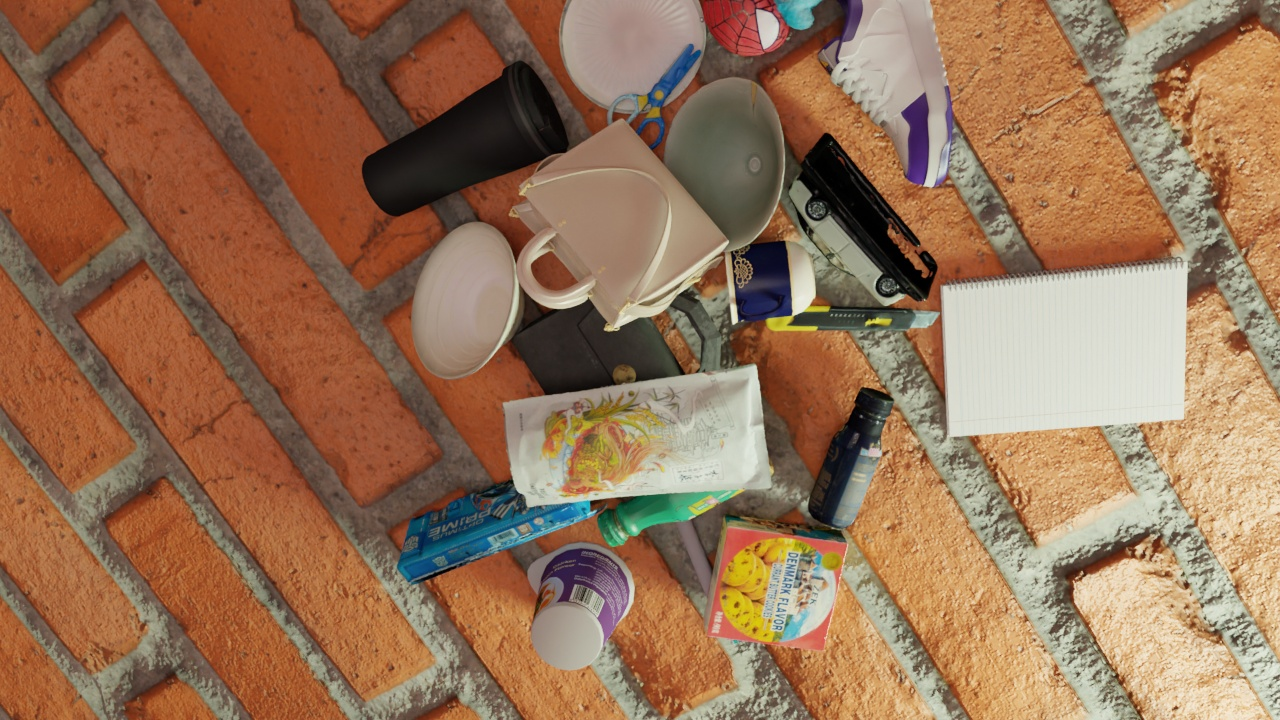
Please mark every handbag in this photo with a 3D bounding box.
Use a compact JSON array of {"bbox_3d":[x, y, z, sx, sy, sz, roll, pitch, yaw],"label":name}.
[{"bbox_3d":[-0.043,-0.123,0.925,0.197,0.101,0.194,-36,82,-28],"label":"handbag"},{"bbox_3d":[-0.007,0.005,1.011,0.200,0.102,0.197,-31,98,14],"label":"handbag"}]

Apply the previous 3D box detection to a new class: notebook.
[{"bbox_3d":[0.455,-0.012,0.991,0.246,0.013,0.178,-5,105,9],"label":"notebook"}]

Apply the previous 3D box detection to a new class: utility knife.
[{"bbox_3d":[0.232,-0.047,1.010,0.188,0.020,0.029,0,106,7],"label":"utility knife"}]

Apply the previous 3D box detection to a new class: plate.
[{"bbox_3d":[-0.009,-0.342,0.971,0.157,0.014,0.157,2,104,7],"label":"plate"}]

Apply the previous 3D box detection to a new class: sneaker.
[{"bbox_3d":[0.238,-0.286,0.914,0.111,0.091,0.244,-12,98,11],"label":"sneaker"}]

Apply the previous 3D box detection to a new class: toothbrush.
[{"bbox_3d":[0.080,0.262,1.107,0.019,0.018,0.188,-21,100,7],"label":"toothbrush"}]

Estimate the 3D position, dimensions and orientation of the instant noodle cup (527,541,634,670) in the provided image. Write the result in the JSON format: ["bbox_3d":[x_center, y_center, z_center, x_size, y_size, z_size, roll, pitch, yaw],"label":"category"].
[{"bbox_3d":[-0.083,0.294,1.084,0.137,0.121,0.122,16,105,4],"label":"instant noodle cup"}]

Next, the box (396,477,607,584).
[{"bbox_3d":[-0.161,0.204,1.096,0.244,0.091,0.085,-23,120,13],"label":"box"}]

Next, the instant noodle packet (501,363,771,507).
[{"bbox_3d":[-0.004,0.088,0.964,0.269,0.057,0.147,-7,115,8],"label":"instant noodle packet"}]

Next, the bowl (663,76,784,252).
[{"bbox_3d":[0.105,-0.202,0.957,0.174,0.067,0.174,12,106,47],"label":"bowl"}]

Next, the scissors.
[{"bbox_3d":[0.023,-0.277,0.968,0.131,0.022,0.070,-44,93,12],"label":"scissors"}]

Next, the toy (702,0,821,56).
[{"bbox_3d":[0.123,-0.357,0.913,0.133,0.062,0.092,-17,109,37],"label":"toy"}]

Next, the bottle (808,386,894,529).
[{"bbox_3d":[0.237,0.109,1.027,0.056,0.056,0.161,18,106,3],"label":"bottle"}]

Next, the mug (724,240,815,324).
[{"bbox_3d":[0.138,-0.078,0.968,0.089,0.111,0.086,-6,127,7],"label":"mug"}]

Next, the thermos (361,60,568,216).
[{"bbox_3d":[-0.189,-0.229,0.984,0.219,0.105,0.106,-21,100,17],"label":"thermos"}]

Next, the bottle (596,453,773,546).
[{"bbox_3d":[0.047,0.149,1.054,0.210,0.068,0.068,-30,98,12],"label":"bottle"}]

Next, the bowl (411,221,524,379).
[{"bbox_3d":[-0.179,-0.061,1.021,0.177,0.057,0.176,-11,73,39],"label":"bowl"}]

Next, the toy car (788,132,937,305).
[{"bbox_3d":[0.223,-0.136,0.964,0.191,0.093,0.071,47,130,-6],"label":"toy car"}]

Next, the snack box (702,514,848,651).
[{"bbox_3d":[0.157,0.261,1.075,0.145,0.040,0.143,8,104,-3],"label":"snack box"}]
